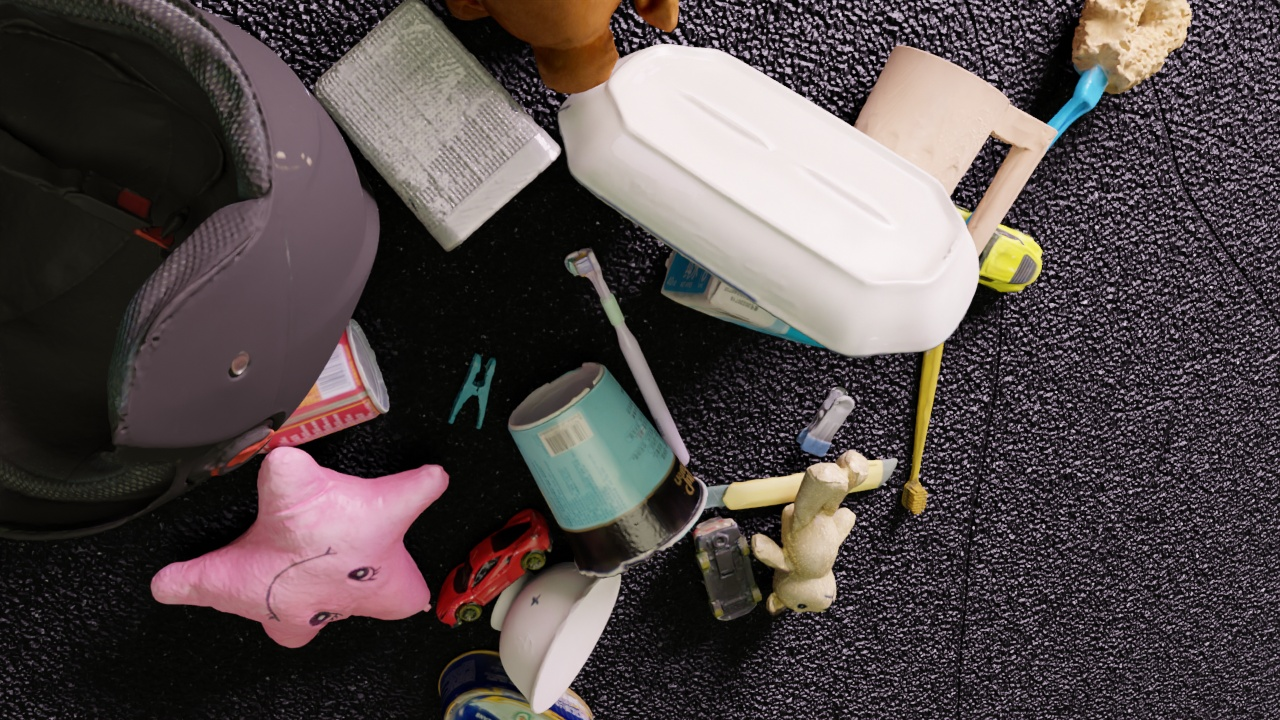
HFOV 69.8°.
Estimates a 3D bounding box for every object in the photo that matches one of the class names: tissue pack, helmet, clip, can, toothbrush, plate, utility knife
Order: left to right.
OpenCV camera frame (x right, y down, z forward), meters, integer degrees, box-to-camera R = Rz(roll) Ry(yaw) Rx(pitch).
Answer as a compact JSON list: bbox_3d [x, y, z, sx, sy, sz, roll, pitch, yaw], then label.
[{"bbox_3d":[-0.263,-0.049,0.464,0.233,0.229,0.275,36,105,7],"label":"helmet"},{"bbox_3d":[-0.218,0.018,0.588,0.093,0.066,0.066,-20,114,-6],"label":"can"},{"bbox_3d":[-0.117,0.021,0.644,0.040,0.014,0.056,13,107,-19],"label":"clip"},{"bbox_3d":[-0.095,0.291,0.736,0.148,0.049,0.075,41,97,-24],"label":"can"},{"bbox_3d":[-0.004,0.004,0.662,0.021,0.029,0.189,-47,123,-36],"label":"toothbrush"},{"bbox_3d":[0.076,-0.054,0.596,0.090,0.140,0.063,20,91,-16],"label":"tissue pack"},{"bbox_3d":[0.079,-0.107,0.532,0.266,0.161,0.034,35,143,10],"label":"plate"},{"bbox_3d":[0.111,0.102,0.729,0.206,0.021,0.031,-8,115,-19],"label":"utility knife"},{"bbox_3d":[0.146,0.047,0.719,0.025,0.033,0.057,22,111,-19],"label":"clip"},{"bbox_3d":[0.231,0.038,0.736,0.015,0.016,0.190,-4,112,-14],"label":"toothbrush"}]

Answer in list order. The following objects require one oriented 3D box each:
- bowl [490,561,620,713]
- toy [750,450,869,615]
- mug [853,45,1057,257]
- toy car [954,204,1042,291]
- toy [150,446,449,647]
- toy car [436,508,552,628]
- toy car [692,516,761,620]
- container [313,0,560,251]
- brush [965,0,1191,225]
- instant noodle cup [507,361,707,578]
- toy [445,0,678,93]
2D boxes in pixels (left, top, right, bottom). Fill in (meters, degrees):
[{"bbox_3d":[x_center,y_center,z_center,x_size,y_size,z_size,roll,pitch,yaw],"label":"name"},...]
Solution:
[{"bbox_3d":[-0.072,0.194,0.687,0.065,0.118,0.118,26,106,18],"label":"bowl"},{"bbox_3d":[0.139,0.136,0.717,0.105,0.066,0.157,-18,133,-34],"label":"toy"},{"bbox_3d":[0.199,-0.135,0.619,0.124,0.084,0.104,26,105,-8],"label":"mug"},{"bbox_3d":[0.254,-0.082,0.687,0.105,0.032,0.048,17,106,-18],"label":"toy car"},{"bbox_3d":[-0.207,0.132,0.629,0.195,0.074,0.178,-43,129,14],"label":"toy"},{"bbox_3d":[-0.111,0.153,0.677,0.106,0.049,0.031,-41,114,4],"label":"toy car"},{"bbox_3d":[0.068,0.168,0.736,0.042,0.035,0.090,-18,115,-5],"label":"toy car"},{"bbox_3d":[-0.121,-0.141,0.539,0.090,0.090,0.114,-41,112,3],"label":"container"},{"bbox_3d":[0.295,-0.168,0.648,0.083,0.046,0.255,31,97,-30],"label":"brush"},{"bbox_3d":[-0.029,0.070,0.643,0.111,0.111,0.120,-32,106,-1],"label":"instant noodle cup"},{"bbox_3d":[-0.008,-0.245,0.512,0.140,0.130,0.199,41,85,14],"label":"toy"}]
